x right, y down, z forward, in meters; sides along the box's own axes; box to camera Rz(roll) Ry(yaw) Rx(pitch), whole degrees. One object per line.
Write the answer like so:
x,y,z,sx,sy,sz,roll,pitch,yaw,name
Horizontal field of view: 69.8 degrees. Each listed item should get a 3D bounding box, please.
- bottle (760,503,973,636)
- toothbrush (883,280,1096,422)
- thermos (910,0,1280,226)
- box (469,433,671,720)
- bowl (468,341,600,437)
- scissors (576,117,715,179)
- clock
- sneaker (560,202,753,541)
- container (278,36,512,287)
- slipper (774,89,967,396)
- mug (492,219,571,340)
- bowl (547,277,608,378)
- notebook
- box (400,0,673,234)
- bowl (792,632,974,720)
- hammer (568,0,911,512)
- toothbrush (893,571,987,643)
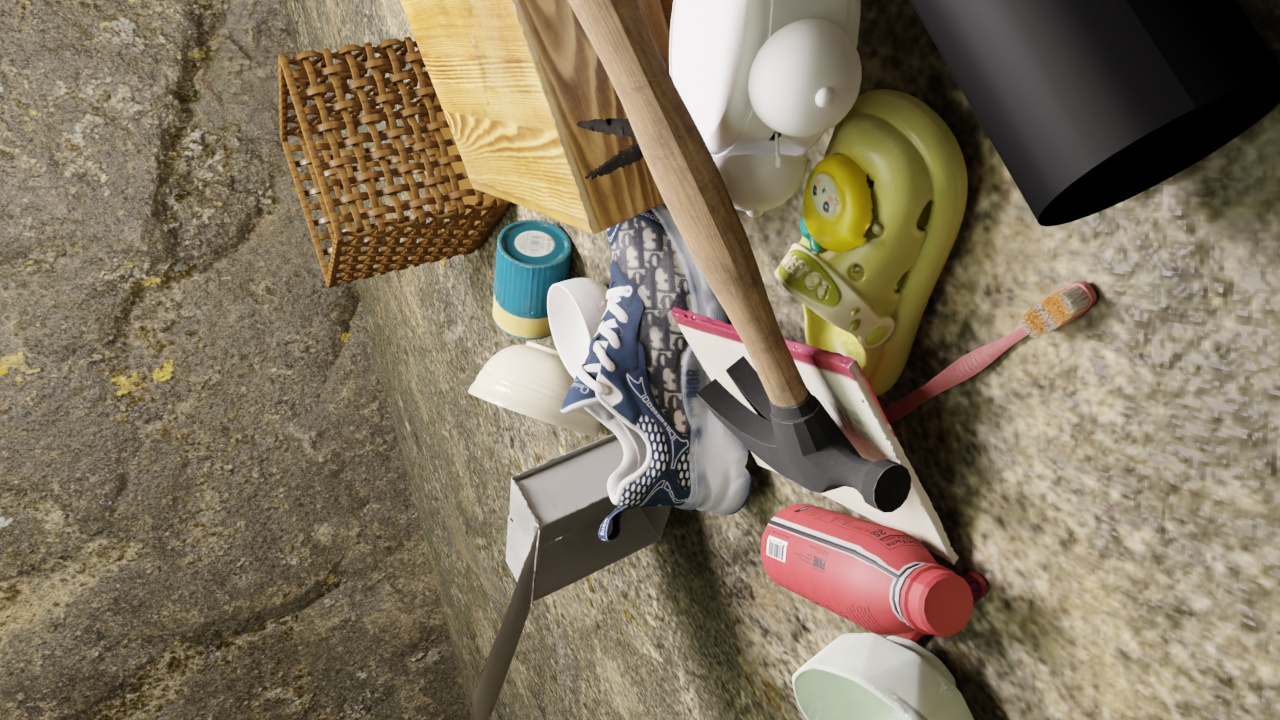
0.138,0.131,0.570,0.177,0.062,0.062,178,76,-73,bottle
0.171,0.004,0.486,0.015,0.015,0.185,60,157,12,toothbrush
0.142,-0.158,0.344,0.198,0.086,0.086,67,157,14,thermos
-0.135,0.235,0.812,0.119,0.477,0.167,33,144,17,box
-0.105,0.025,1.005,0.151,0.150,0.075,12,82,65,bowl
0.029,-0.145,0.545,0.013,0.163,0.154,3,74,48,scissors
0.067,-0.166,0.472,0.126,0.072,0.160,119,146,-61,clock
-0.004,0.004,0.731,0.103,0.132,0.269,173,85,-69,sneaker
-0.316,-0.247,1.163,0.252,0.213,0.219,-23,85,67,container
0.110,-0.053,0.504,0.091,0.081,0.191,-125,26,-42,slipper
-0.119,-0.099,1.006,0.107,0.083,0.113,99,173,-47,mug
-0.049,-0.034,0.913,0.105,0.054,0.105,47,148,43,bowl
0.103,0.040,0.598,0.153,0.012,0.209,58,165,-23,notebook
-0.056,-0.235,0.672,0.279,0.167,0.245,30,140,58,box
0.161,0.216,0.581,0.117,0.061,0.118,32,146,25,bowl
0.040,-0.055,0.475,0.132,0.040,0.305,23,146,58,hammer
0.175,0.181,0.601,0.016,0.016,0.190,60,154,26,toothbrush
